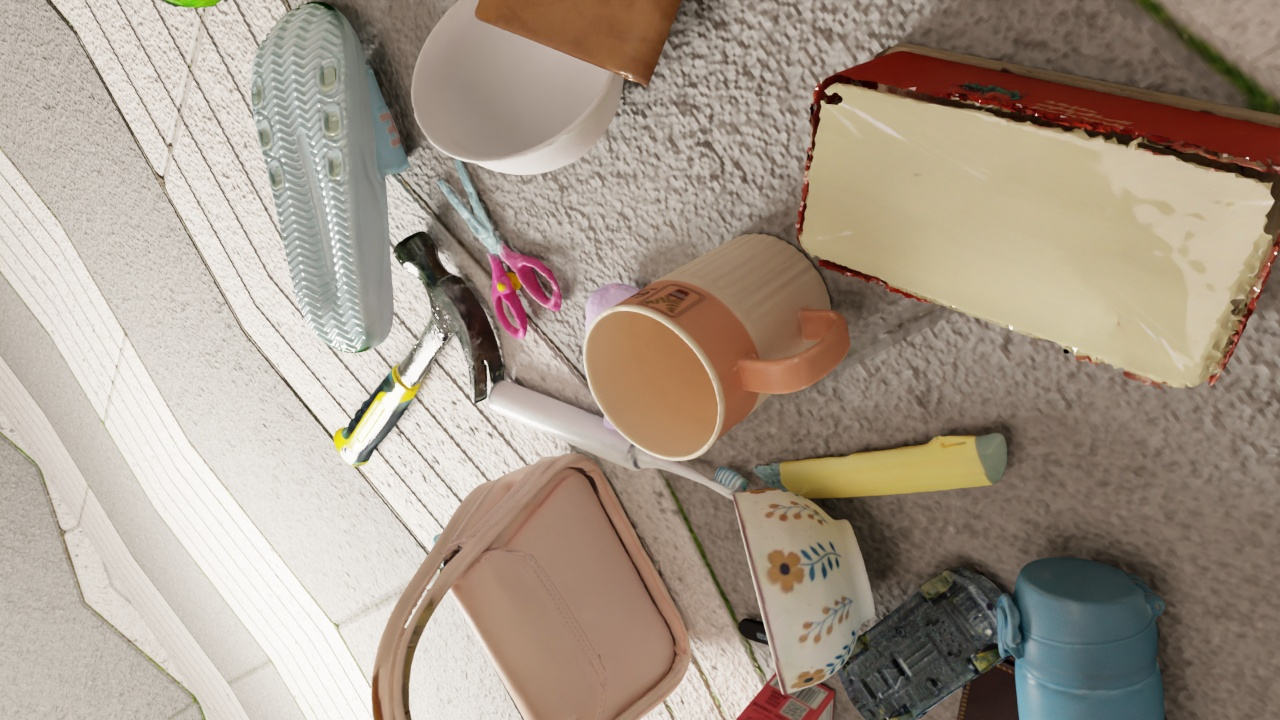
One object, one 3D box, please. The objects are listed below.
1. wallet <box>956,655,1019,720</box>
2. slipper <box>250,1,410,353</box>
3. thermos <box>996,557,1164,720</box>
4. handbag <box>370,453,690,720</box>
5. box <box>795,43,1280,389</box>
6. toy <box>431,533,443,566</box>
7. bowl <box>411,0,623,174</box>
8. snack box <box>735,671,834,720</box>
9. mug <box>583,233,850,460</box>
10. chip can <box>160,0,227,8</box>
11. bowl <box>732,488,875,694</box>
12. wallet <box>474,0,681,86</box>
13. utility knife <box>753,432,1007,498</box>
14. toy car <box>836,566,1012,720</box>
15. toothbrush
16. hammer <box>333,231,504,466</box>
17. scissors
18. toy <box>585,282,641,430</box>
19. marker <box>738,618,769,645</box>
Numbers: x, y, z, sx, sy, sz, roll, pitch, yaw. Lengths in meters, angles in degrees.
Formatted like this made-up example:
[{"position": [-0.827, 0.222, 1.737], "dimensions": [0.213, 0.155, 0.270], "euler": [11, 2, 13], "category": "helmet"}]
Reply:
[{"position": [0.230, 0.213, 0.491], "dimensions": [0.122, 0.020, 0.096], "euler": [21, 124, 36], "category": "wallet"}, {"position": [-0.207, -0.129, 0.648], "dimensions": [0.104, 0.074, 0.245], "euler": [-4, 96, 37], "category": "slipper"}, {"position": [0.216, 0.202, 0.440], "dimensions": [0.070, 0.070, 0.220], "euler": [1, 106, 45], "category": "thermos"}, {"position": [-0.080, 0.190, 0.614], "dimensions": [0.094, 0.233, 0.193], "euler": [-25, 98, 35], "category": "handbag"}, {"position": [0.144, -0.056, 0.349], "dimensions": [0.168, 0.079, 0.091], "euler": [25, 131, 32], "category": "box"}, {"position": [-0.109, 0.180, 0.739], "dimensions": [0.161, 0.050, 0.156], "euler": [46, -177, -22], "category": "toy"}, {"position": [-0.053, -0.141, 0.488], "dimensions": [0.118, 0.118, 0.065], "euler": [30, 173, 27], "category": "bowl"}, {"position": [0.077, 0.287, 0.608], "dimensions": [0.044, 0.126, 0.113], "euler": [20, 128, 35], "category": "snack box"}, {"position": [0.048, -0.010, 0.454], "dimensions": [0.115, 0.105, 0.082], "euler": [4, 118, 43], "category": "mug"}, {"position": [-0.285, -0.337, 0.592], "dimensions": [0.072, 0.072, 0.237], "euler": [52, 141, 5], "category": "chip can"}, {"position": [0.094, 0.123, 0.517], "dimensions": [0.062, 0.113, 0.113], "euler": [-16, 109, 4], "category": "bowl"}, {"position": [-0.022, -0.194, 0.432], "dimensions": [0.115, 0.020, 0.101], "euler": [31, 104, 30], "category": "wallet"}, {"position": [0.122, 0.060, 0.496], "dimensions": [0.174, 0.018, 0.031], "euler": [-17, 99, 48], "category": "utility knife"}, {"position": [0.157, 0.161, 0.509], "dimensions": [0.054, 0.036, 0.121], "euler": [57, 133, 28], "category": "toy car"}, {"position": [-0.021, 0.054, 0.627], "dimensions": [0.221, 0.026, 0.026], "euler": [18, 169, 37], "category": "toothbrush"}, {"position": [-0.205, 0.024, 0.785], "dimensions": [0.126, 0.031, 0.324], "euler": [54, 140, 4], "category": "hammer"}, {"position": [-0.095, -0.081, 0.620], "dimensions": [0.096, 0.017, 0.137], "euler": [-10, 105, 49], "category": "scissors"}, {"position": [-0.003, 0.003, 0.565], "dimensions": [0.084, 0.038, 0.108], "euler": [11, 120, 41], "category": "toy"}, {"position": [0.114, 0.186, 0.590], "dimensions": [0.124, 0.015, 0.018], "euler": [3, 110, 43], "category": "marker"}]
